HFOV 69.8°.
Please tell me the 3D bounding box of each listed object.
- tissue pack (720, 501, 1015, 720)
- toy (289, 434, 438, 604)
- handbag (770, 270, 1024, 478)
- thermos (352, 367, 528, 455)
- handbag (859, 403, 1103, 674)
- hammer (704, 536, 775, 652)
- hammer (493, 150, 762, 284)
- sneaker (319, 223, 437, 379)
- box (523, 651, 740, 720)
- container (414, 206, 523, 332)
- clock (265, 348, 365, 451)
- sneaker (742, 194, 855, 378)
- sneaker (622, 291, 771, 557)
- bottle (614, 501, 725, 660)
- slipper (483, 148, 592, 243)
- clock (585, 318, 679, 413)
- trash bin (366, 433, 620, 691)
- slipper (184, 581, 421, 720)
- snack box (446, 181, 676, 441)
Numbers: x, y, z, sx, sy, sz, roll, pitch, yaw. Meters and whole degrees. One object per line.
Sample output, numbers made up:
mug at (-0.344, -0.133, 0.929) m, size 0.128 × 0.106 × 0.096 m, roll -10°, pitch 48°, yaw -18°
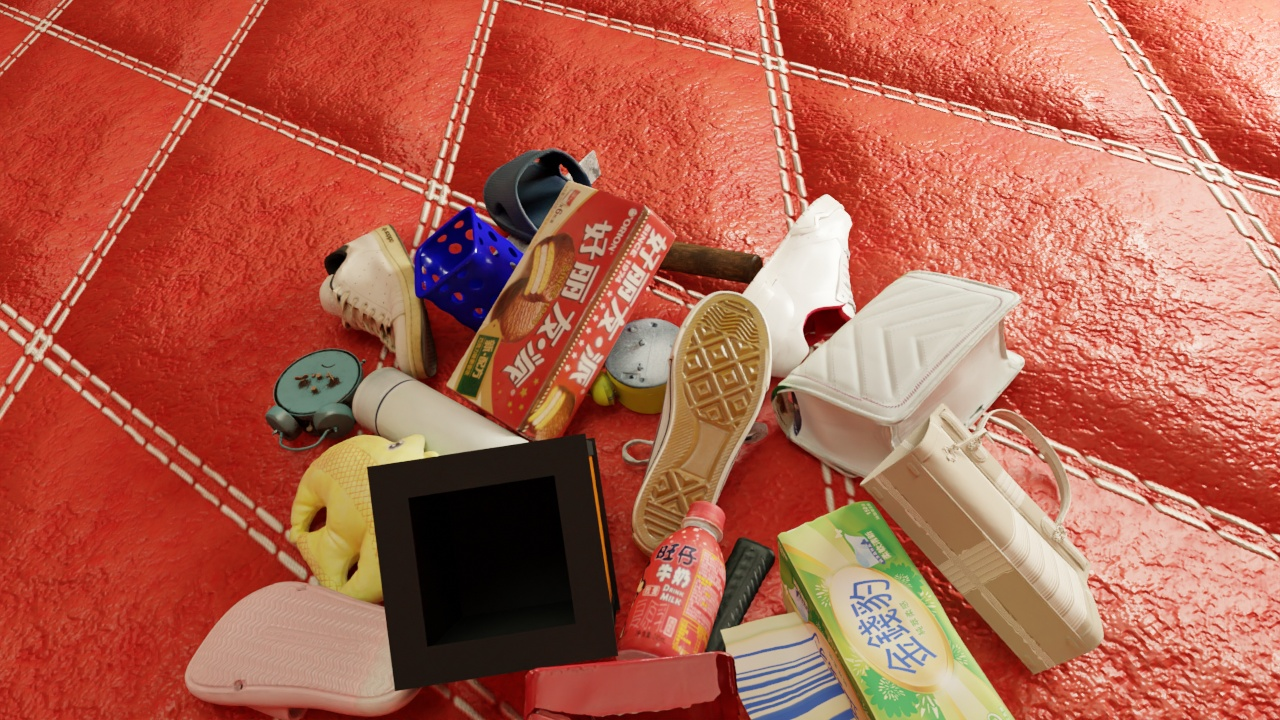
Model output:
tissue pack at (0.139, 0.216, 0.625) m, size 0.141 × 0.120 × 0.197 m, roll -20°, pitch 40°, yaw -6°
toy at (-0.239, 0.128, 0.799) m, size 0.155 × 0.064 × 0.170 m, roll -49°, pitch 51°, yaw -1°
handbag at (0.227, 0.011, 0.810) m, size 0.198 × 0.096 × 0.142 m, roll -39°, pitch 37°, yaw -23°
thermos at (-0.166, 0.076, 0.841) m, size 0.230 × 0.068 × 0.067 m, roll 24°, pitch 56°, yaw 30°
handbag at (0.282, 0.104, 0.705) m, size 0.175 × 0.062 × 0.197 m, roll 48°, pitch 41°, yaw 6°
hammer at (0.015, 0.259, 0.660) m, size 0.130 × 0.032 × 0.317 m, roll 18°, pitch 53°, yaw 26°
hammer at (0.009, -0.146, 1.016) m, size 0.301 × 0.037 × 0.217 m, roll 13°, pitch 51°, yaw 29°
sneaker at (-0.285, -0.062, 0.975) m, size 0.102 × 0.089 × 0.241 m, roll -16°, pitch 41°, yaw -16°
box at (-0.005, 0.259, 0.536) m, size 0.137 × 0.157 × 0.127 m, roll -4°, pitch 50°, yaw 8°
container at (-0.159, -0.081, 0.938) m, size 0.085 × 0.113 × 0.084 m, roll -34°, pitch 43°, yaw 21°
clock at (-0.318, 0.043, 0.910) m, size 0.090 × 0.053 × 0.124 m, roll -2°, pitch 47°, yaw 10°
sneaker at (0.172, -0.067, 0.908) m, size 0.104 × 0.091 × 0.235 m, roll 32°, pitch 50°, yaw 9°
sneaker at (0.051, 0.059, 0.799) m, size 0.118 × 0.088 × 0.240 m, roll 18°, pitch 75°, yaw 6°
bottle at (0.031, 0.167, 0.681) m, size 0.062 × 0.062 × 0.137 m, roll 9°, pitch 48°, yaw 18°
slipper at (-0.099, -0.178, 0.997) m, size 0.101 × 0.082 × 0.263 m, roll -36°, pitch 47°, yaw -16°
clock at (-0.005, 0.005, 0.877) m, size 0.119 × 0.057 × 0.083 m, roll 4°, pitch 54°, yaw 10°
trash bin at (-0.095, 0.134, 0.660) m, size 0.139 × 0.172 × 0.139 m, roll -9°, pitch 85°, yaw -2°
slipper at (-0.258, 0.231, 0.721) m, size 0.222 × 0.056 × 0.106 m, roll -1°, pitch 45°, yaw 22°
snack box at (-0.075, -0.046, 0.866) m, size 0.113 × 0.060 × 0.236 m, roll 27°, pitch 85°, yaw 40°
